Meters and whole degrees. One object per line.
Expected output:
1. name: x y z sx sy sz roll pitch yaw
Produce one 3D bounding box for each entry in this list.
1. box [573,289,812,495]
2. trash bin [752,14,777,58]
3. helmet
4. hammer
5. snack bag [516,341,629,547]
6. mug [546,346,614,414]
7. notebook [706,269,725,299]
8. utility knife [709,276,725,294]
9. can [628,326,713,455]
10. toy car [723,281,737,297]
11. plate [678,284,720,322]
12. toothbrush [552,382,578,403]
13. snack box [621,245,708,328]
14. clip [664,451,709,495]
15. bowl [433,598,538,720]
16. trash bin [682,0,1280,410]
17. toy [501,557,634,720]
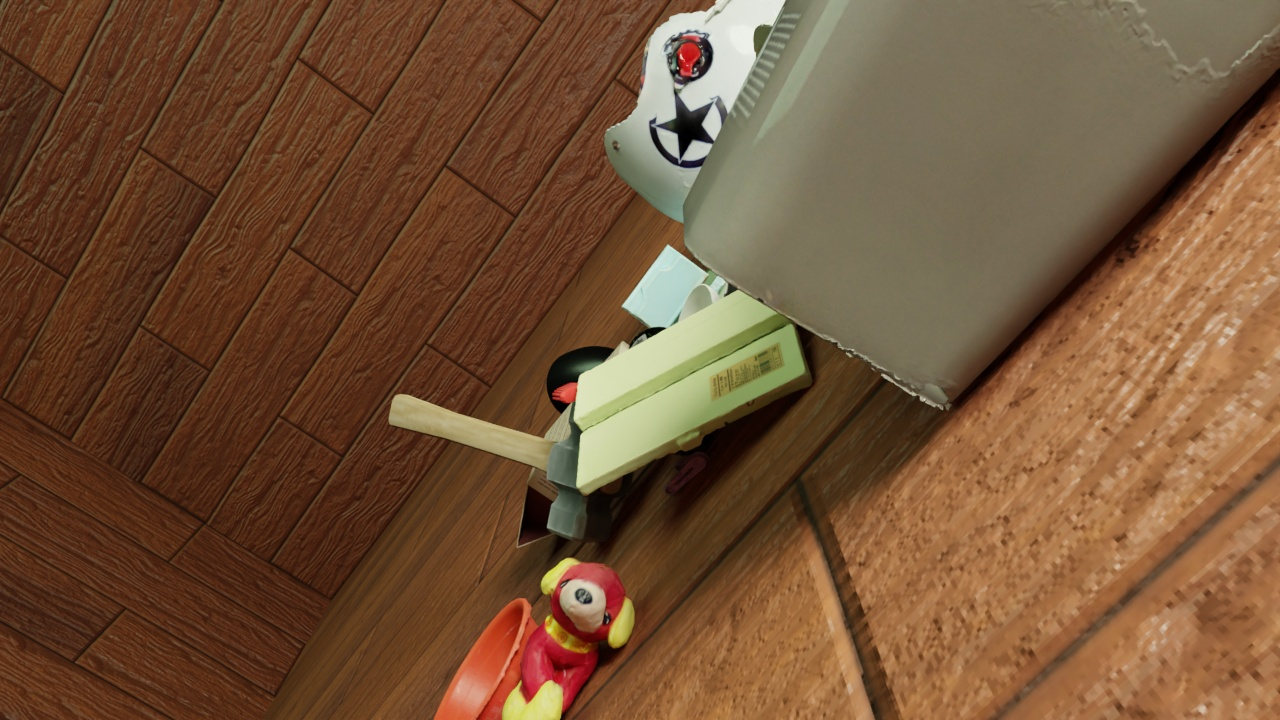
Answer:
1. box: 0.031 0.015 0.678 0.187 0.024 0.137 -27 34 19
2. trash bin: 0.175 -0.198 0.583 0.161 0.133 0.133 -33 12 1
3. helmet: 0.109 -0.244 0.911 0.265 0.163 0.236 -52 -16 23
4. hammer: -0.139 0.075 0.870 0.323 0.051 0.117 10 89 42
5. snack bag: -0.056 0.093 0.904 0.207 0.070 0.094 -50 12 24
6. mug: -0.050 0.040 1.057 0.100 0.084 0.118 -14 71 55
7. notebook: 0.094 -0.085 0.974 0.253 0.010 0.181 -41 17 49
8. utility knife: 0.063 -0.054 0.919 0.176 0.022 0.016 -55 12 -25
9. can: 0.024 0.022 0.754 0.054 0.054 0.137 -51 25 18
10. toy car: 0.104 -0.062 0.785 0.113 0.039 0.039 160 121 -69
11. plate: 0.057 -0.015 0.813 0.104 0.026 0.104 -172 91 -74
12. toothbrush: -0.005 0.005 0.832 0.018 0.012 0.211 5 17 37
13. snack box: 0.027 -0.066 0.939 0.075 0.053 0.174 -54 -3 3
14. clip: 0.033 0.087 0.698 0.046 0.014 0.050 -56 9 -11
15. bowl: -0.107 0.250 0.702 0.131 0.045 0.130 -52 11 14
16. trash bin: 0.141 -0.121 0.436 0.220 0.197 0.197 -57 9 19
17. toy: -0.052 0.197 0.617 0.105 0.067 0.137 -99 34 -79
